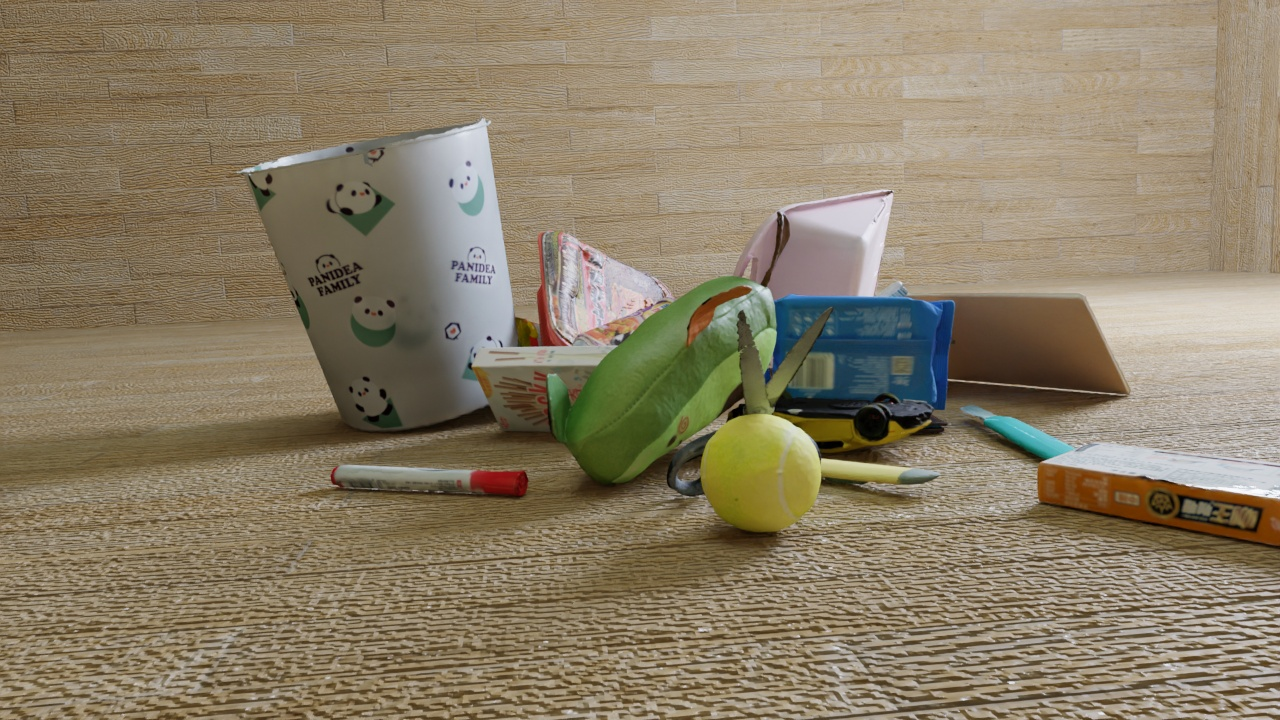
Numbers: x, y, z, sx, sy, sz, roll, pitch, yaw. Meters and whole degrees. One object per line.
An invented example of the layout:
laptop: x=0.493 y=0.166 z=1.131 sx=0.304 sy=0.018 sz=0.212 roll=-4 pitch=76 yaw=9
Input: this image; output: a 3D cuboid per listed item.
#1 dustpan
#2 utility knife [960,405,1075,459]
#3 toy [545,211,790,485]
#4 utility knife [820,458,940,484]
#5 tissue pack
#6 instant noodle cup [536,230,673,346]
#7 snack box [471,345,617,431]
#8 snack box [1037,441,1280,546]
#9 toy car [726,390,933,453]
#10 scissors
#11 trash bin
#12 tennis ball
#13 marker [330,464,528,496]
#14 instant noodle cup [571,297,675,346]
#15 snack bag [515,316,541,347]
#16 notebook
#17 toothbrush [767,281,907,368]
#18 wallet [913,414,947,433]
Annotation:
dustpan: x=0.211 y=-0.099 z=1.131 sx=0.139 sy=0.223 sz=0.272 roll=12 pitch=19 yaw=18
utility knife: x=0.284 y=0.055 z=0.681 sx=0.029 sy=0.013 sz=0.205 roll=-5 pitch=10 yaw=-2
toy: x=0.032 y=0.004 z=0.660 sx=0.246 sy=0.090 sz=0.228 roll=-40 pitch=-16 yaw=-33
utility knife: x=0.119 y=0.070 z=0.614 sx=0.030 sy=0.018 sz=0.165 roll=-4 pitch=7 yaw=-44
tissue pack: x=0.174 y=-0.007 z=0.754 sx=0.157 sy=0.095 sz=0.052 roll=1 pitch=4 yaw=13
instant noodle cup: x=-0.039 y=-0.039 z=0.977 sx=0.188 sy=0.164 sz=0.079 roll=21 pitch=-47 yaw=-33
snack box: x=-0.057 y=0.025 z=0.778 sx=0.157 sy=0.085 sz=0.026 roll=-1 pitch=45 yaw=17
snack box: x=0.307 y=0.071 z=0.500 sx=0.075 sy=0.026 sz=0.154 roll=-9 pitch=9 yaw=-39
toy car: x=0.140 y=0.046 z=0.692 sx=0.156 sy=0.041 sz=0.071 roll=-1 pitch=7 yaw=25
scissors: x=0.068 y=0.033 z=0.531 sx=0.175 sy=0.014 sz=0.159 roll=-34 pitch=-45 yaw=29
trash bin: x=-0.227 y=-0.082 z=0.876 sx=0.229 sy=0.252 sz=0.229 roll=-10 pitch=18 yaw=3
tennis ball: x=0.066 y=0.062 z=0.504 sx=0.065 sy=0.065 sz=0.065 roll=-3 pitch=7 yaw=0
marker: x=-0.145 y=0.081 z=0.623 sx=0.145 sy=0.017 sz=0.017 roll=0 pitch=8 yaw=18
instant noodle cup: x=-0.005 y=0.005 z=0.850 sx=0.099 sy=0.111 sz=0.112 roll=-15 pitch=12 yaw=-25
snack bag: x=-0.077 y=-0.004 z=1.054 sx=0.129 sy=0.073 sz=0.207 roll=16 pitch=6 yaw=38
notebook: x=0.348 y=-0.018 z=0.894 sx=0.208 sy=0.008 sz=0.148 roll=5 pitch=-32 yaw=48
toothbrush: x=0.178 y=-0.028 z=0.956 sx=0.222 sy=0.026 sz=0.026 roll=-30 pitch=26 yaw=37
wallet: x=0.196 y=0.045 z=0.789 sx=0.096 sy=0.020 sz=0.122 roll=-3 pitch=9 yaw=0
